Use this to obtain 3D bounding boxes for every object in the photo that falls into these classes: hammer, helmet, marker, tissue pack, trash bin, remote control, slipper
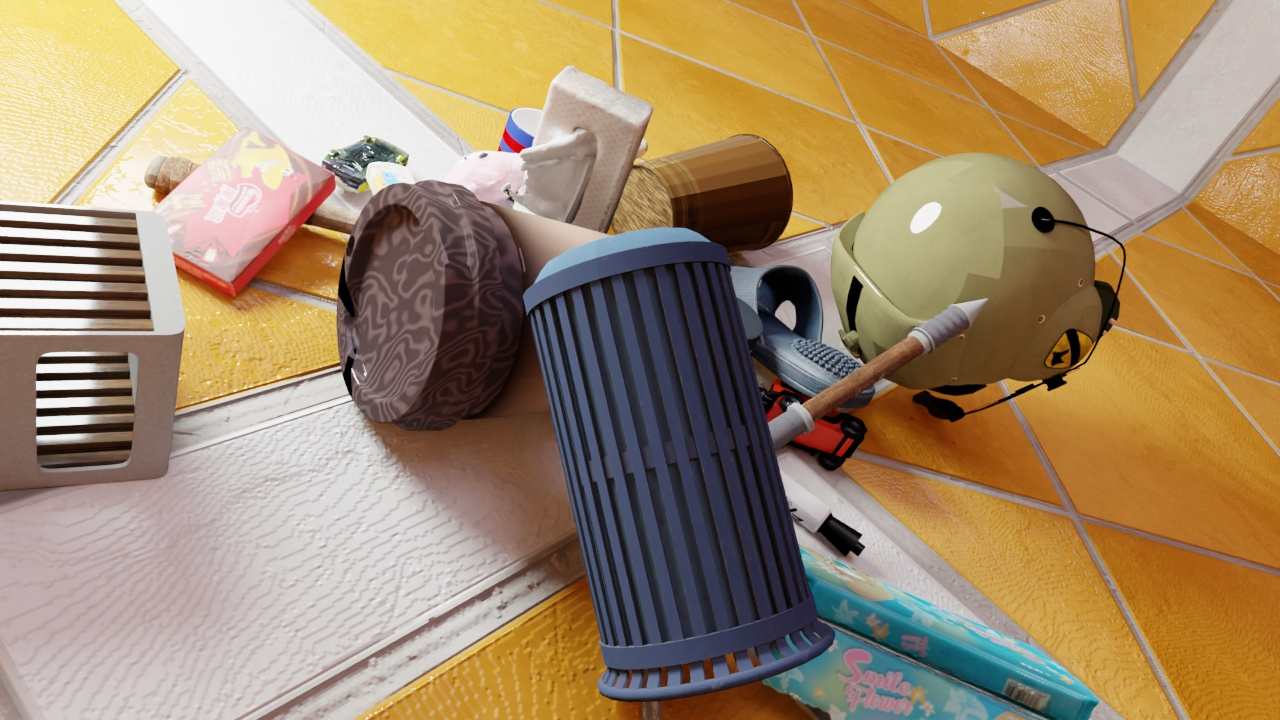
[{"bbox_3d":[0.156,0.026,0.721,0.321,0.043,0.156,-30,51,-17],"label":"hammer"},{"bbox_3d":[-0.252,-0.120,0.793,0.318,0.049,0.121,14,34,-15],"label":"hammer"},{"bbox_3d":[0.301,-0.073,0.884,0.232,0.256,0.250,5,39,-32],"label":"helmet"},{"bbox_3d":[0.128,0.115,0.746,0.126,0.025,0.025,38,36,16],"label":"marker"},{"bbox_3d":[-0.067,-0.170,0.855,0.104,0.182,0.071,25,43,-2],"label":"tissue pack"},{"bbox_3d":[-0.382,-0.008,0.494,0.228,0.115,0.114,-1,43,-34],"label":"trash bin"},{"bbox_3d":[-0.204,-0.133,0.786,0.038,0.018,0.125,0,38,-32],"label":"remote control"},{"bbox_3d":[0.131,-0.046,0.869,0.101,0.083,0.263,4,24,-31],"label":"slipper"},{"bbox_3d":[0.016,0.056,0.548,0.139,0.140,0.249,-7,81,-39],"label":"trash bin"}]

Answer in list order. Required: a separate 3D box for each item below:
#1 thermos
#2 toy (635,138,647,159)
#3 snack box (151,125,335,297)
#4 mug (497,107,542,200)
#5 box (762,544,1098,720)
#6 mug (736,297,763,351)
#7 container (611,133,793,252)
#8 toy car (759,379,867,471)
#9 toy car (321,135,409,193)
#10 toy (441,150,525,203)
[{"bbox_3d":[-0.086,-0.034,0.686,0.225,0.173,0.172,3,40,-41],"label":"thermos"},{"bbox_3d":[-0.065,-0.244,1.067,0.137,0.067,0.105,-24,50,-37],"label":"toy"},{"bbox_3d":[-0.317,-0.120,0.723,0.089,0.021,0.132,28,58,2],"label":"snack box"},{"bbox_3d":[-0.112,-0.205,0.963,0.075,0.076,0.111,13,37,-19],"label":"mug"},{"bbox_3d":[0.192,0.212,0.620,0.227,0.084,0.172,24,34,-4],"label":"box"},{"bbox_3d":[0.060,-0.003,0.810,0.071,0.078,0.104,19,35,-11],"label":"mug"},{"bbox_3d":[0.061,-0.172,0.998,0.166,0.132,0.132,-18,54,-39],"label":"container"},{"bbox_3d":[0.148,0.054,0.815,0.100,0.051,0.048,21,37,-7],"label":"toy car"},{"bbox_3d":[-0.262,-0.185,0.878,0.048,0.033,0.105,26,30,2],"label":"toy car"},{"bbox_3d":[-0.163,-0.177,0.910,0.095,0.053,0.099,-35,29,-30],"label":"toy"}]
